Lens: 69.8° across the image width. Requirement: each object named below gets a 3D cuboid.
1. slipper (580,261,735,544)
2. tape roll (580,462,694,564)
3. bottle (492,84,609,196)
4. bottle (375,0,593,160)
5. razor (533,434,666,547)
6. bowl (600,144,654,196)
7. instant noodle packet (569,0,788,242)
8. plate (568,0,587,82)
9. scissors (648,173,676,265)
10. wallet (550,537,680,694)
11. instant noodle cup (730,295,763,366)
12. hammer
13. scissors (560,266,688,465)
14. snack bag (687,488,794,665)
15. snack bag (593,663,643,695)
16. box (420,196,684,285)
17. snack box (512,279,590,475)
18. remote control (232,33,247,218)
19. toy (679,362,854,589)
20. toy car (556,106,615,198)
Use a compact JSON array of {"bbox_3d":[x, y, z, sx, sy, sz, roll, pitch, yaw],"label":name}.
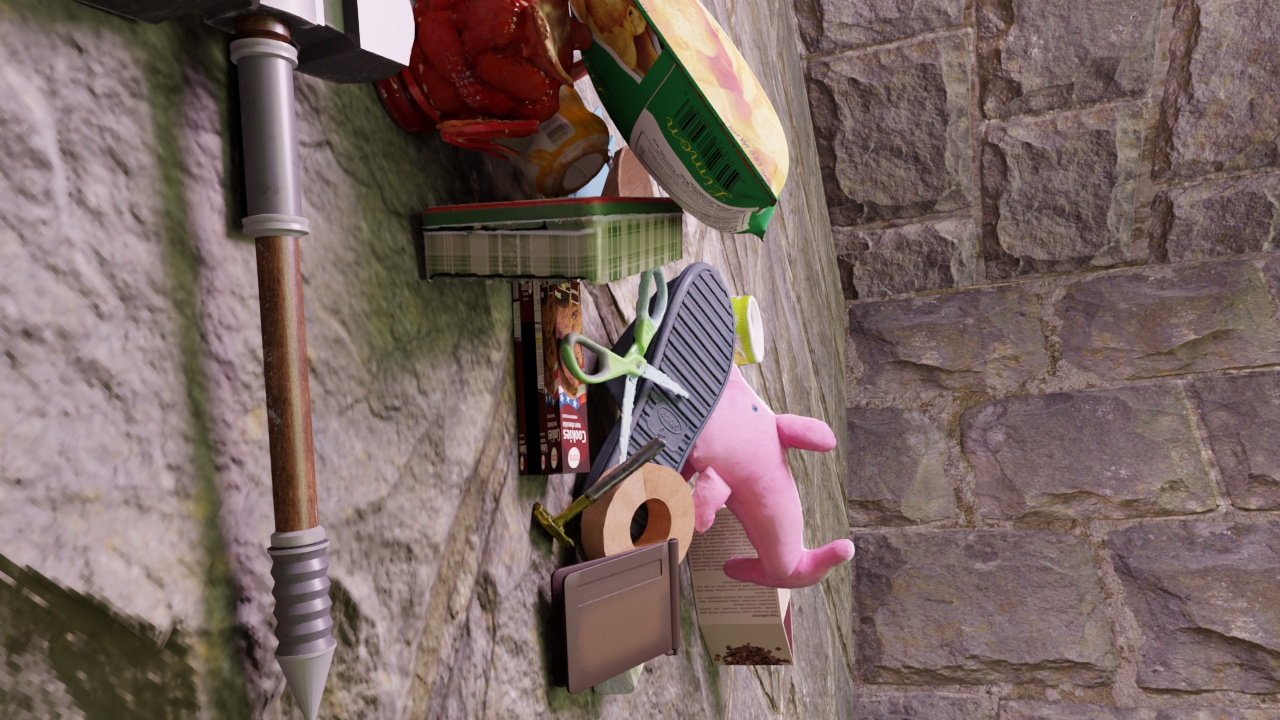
[{"bbox_3d":[0.004,0.035,0.789,0.101,0.083,0.263,43,61,-37],"label":"slipper"},{"bbox_3d":[-0.001,0.125,0.709,0.093,0.027,0.094,-4,97,-41],"label":"tape roll"},{"bbox_3d":[-0.070,-0.159,0.592,0.108,0.063,0.063,50,13,12],"label":"bottle"},{"bbox_3d":[-0.084,-0.164,0.513,0.098,0.111,0.099,-6,90,-73],"label":"bottle"},{"bbox_3d":[-0.025,0.089,0.658,0.026,0.106,0.042,48,-7,39],"label":"razor"},{"bbox_3d":[-0.014,-0.143,0.866,0.117,0.030,0.118,-5,90,-73],"label":"bowl"},{"bbox_3d":[0.028,-0.168,0.598,0.195,0.090,0.252,55,7,1],"label":"instant noodle packet"},{"bbox_3d":[-0.029,-0.282,0.632,0.021,0.230,0.229,45,14,11],"label":"plate"},{"bbox_3d":[0.021,-0.188,1.020,0.169,0.013,0.132,46,43,-59],"label":"scissors"},{"bbox_3d":[-0.013,0.187,0.673,0.115,0.018,0.091,-6,97,-41],"label":"wallet"},{"bbox_3d":[0.071,-0.027,0.973,0.098,0.108,0.099,-7,90,-73],"label":"instant noodle cup"},{"bbox_3d":[-0.143,-0.015,0.367,0.155,0.043,0.322,-4,90,-63],"label":"hammer"},{"bbox_3d":[-0.004,0.004,0.696,0.171,0.021,0.172,26,63,-56],"label":"scissors"},{"bbox_3d":[0.114,0.251,1.039,0.069,0.094,0.206,-38,121,-70],"label":"snack bag"},{"bbox_3d":[0.000,0.183,0.794,0.224,0.041,0.077,-60,142,-64],"label":"snack bag"},{"bbox_3d":[-0.047,-0.083,0.600,0.205,0.118,0.050,-28,120,-70],"label":"box"},{"bbox_3d":[-0.064,0.010,0.656,0.051,0.032,0.140,19,66,-71],"label":"snack box"},{"bbox_3d":[-0.166,-0.116,0.403,0.028,0.012,0.124,8,77,-72],"label":"remote control"},{"bbox_3d":[0.097,0.123,0.909,0.127,0.187,0.265,-38,106,-52],"label":"toy"},{"bbox_3d":[-0.052,-0.156,0.758,0.060,0.027,0.107,59,40,-53],"label":"toy car"}]
